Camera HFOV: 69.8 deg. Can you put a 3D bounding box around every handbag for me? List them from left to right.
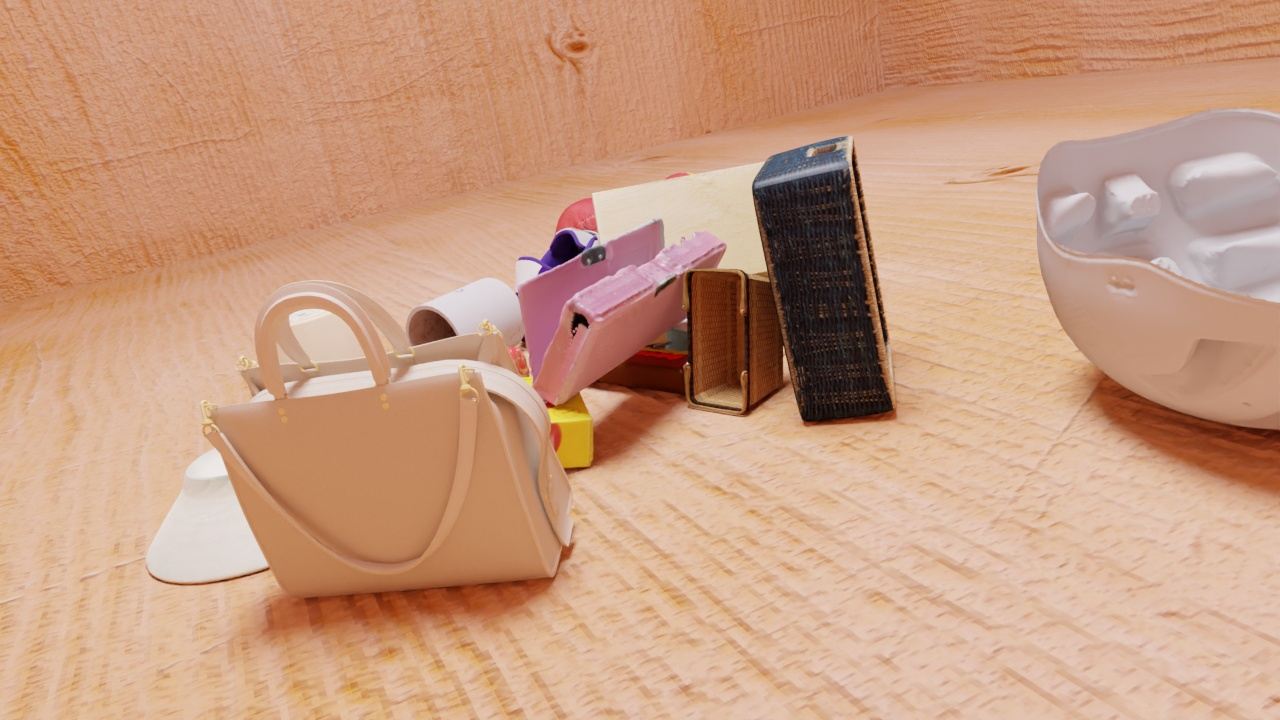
[{"bbox_3d":[-0.151,0.040,0.531,0.195,0.198,0.101,-8,33,12],"label":"handbag"}]

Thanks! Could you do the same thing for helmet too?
[{"bbox_3d":[0.372,-0.058,0.540,0.224,0.184,0.282,-20,12,-7],"label":"helmet"}]

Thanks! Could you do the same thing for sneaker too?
[{"bbox_3d":[-0.053,-0.108,1.075,0.092,0.111,0.243,7,25,44],"label":"sneaker"}]

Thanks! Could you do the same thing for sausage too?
[{"bbox_3d":[-0.005,0.005,0.821,0.156,0.040,0.040,7,25,44],"label":"sausage"}]

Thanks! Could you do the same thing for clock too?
[{"bbox_3d":[0.078,-0.020,0.854,0.123,0.042,0.087,-3,19,9],"label":"clock"}]

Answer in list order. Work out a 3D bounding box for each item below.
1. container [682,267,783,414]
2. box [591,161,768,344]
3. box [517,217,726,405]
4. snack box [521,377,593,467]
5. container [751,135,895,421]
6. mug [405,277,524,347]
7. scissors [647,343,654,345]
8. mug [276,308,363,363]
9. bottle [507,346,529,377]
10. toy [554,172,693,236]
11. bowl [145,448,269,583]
[{"bbox_3d":[0.078,-0.019,0.743,0.063,0.114,0.061,8,13,44],"label":"container"},{"bbox_3d":[0.088,-0.097,0.929,0.248,0.179,0.141,-10,38,1],"label":"box"},{"bbox_3d":[-0.022,-0.053,0.757,0.080,0.099,0.231,37,35,12],"label":"box"},{"bbox_3d":[-0.141,0.049,0.691,0.200,0.042,0.092,-2,20,-13],"label":"snack box"},{"bbox_3d":[0.142,-0.065,0.701,0.071,0.187,0.145,-10,18,17],"label":"container"},{"bbox_3d":[-0.197,-0.027,0.991,0.120,0.083,0.096,-34,-1,41],"label":"mug"},{"bbox_3d":[-0.048,-0.006,0.917,0.131,0.018,0.108,1,21,29],"label":"scissors"},{"bbox_3d":[-0.280,0.001,0.830,0.085,0.104,0.111,-1,22,28],"label":"mug"},{"bbox_3d":[-0.173,0.017,0.873,0.134,0.048,0.071,-5,17,17],"label":"bottle"},{"bbox_3d":[-0.010,-0.165,1.178,0.216,0.148,0.098,-18,44,-3],"label":"toy"},{"bbox_3d":[-0.288,0.095,0.692,0.177,0.058,0.176,-11,18,3],"label":"bowl"}]
